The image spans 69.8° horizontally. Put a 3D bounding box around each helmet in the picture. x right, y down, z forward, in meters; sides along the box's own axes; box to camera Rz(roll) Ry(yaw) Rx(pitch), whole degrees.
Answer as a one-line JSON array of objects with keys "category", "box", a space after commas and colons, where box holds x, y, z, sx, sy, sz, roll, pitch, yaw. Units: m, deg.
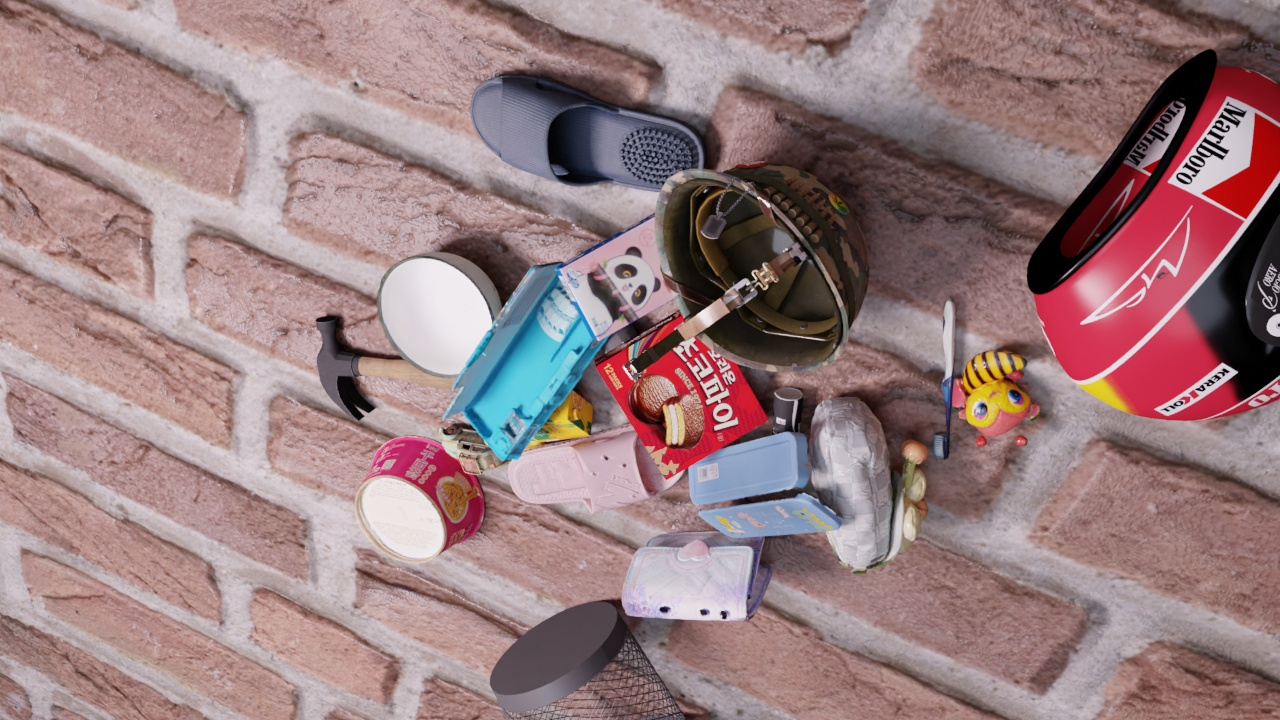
[{"category": "helmet", "box": [0.466, -0.075, 0.750, 0.224, 0.197, 0.271, 33, 113, 3]}, {"category": "helmet", "box": [0.102, -0.083, 0.858, 0.224, 0.235, 0.193, 38, 146, -12]}]

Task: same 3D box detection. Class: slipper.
[{"category": "slipper", "box": [-0.057, 0.139, 1.118, 0.240, 0.064, 0.094, -11, 109, 19]}, {"category": "slipper", "box": [-0.065, -0.221, 0.944, 0.264, 0.082, 0.101, 16, 122, 12]}]

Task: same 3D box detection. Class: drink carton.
[{"category": "drink carton", "box": [-0.120, 0.069, 1.115, 0.123, 0.041, 0.058, -8, 153, 24]}]

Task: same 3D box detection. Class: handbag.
[{"category": "handbag", "box": [0.069, 0.260, 1.104, 0.159, 0.126, 0.069, -4, 111, 24]}, {"category": "handbag", "box": [0.246, 0.125, 0.983, 0.123, 0.112, 0.171, -8, 112, 14]}]

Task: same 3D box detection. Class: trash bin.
[{"category": "trash bin", "box": [-0.062, 0.470, 1.212, 0.218, 0.217, 0.227, -22, 102, 28]}]

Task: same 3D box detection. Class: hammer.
[{"category": "hammer", "box": [-0.272, 0.020, 1.169, 0.306, 0.040, 0.132, 6, 113, 17]}]

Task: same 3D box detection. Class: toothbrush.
[{"category": "toothbrush", "box": [0.318, 0.022, 0.958, 0.017, 0.016, 0.189, 8, 118, 28]}]

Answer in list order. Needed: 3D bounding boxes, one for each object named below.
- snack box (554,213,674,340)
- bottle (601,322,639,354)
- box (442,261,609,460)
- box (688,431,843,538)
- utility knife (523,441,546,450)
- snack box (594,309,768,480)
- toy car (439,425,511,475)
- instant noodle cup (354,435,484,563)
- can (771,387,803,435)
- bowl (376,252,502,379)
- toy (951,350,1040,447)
[{"category": "snack box", "box": [-0.002, -0.095, 0.962, 0.154, 0.033, 0.088, -30, 105, -8]}, {"category": "bottle", "box": [-0.006, 0.006, 1.054, 0.047, 0.046, 0.112, -24, 104, 28]}, {"category": "box", "box": [-0.137, -0.001, 1.017, 0.097, 0.117, 0.227, 46, 109, 28]}, {"category": "box", "box": [0.125, 0.148, 1.013, 0.210, 0.047, 0.122, -24, 90, 59]}, {"category": "utility knife", "box": [-0.117, 0.119, 1.172, 0.227, 0.019, 0.031, 26, 130, 4]}, {"category": "snack box", "box": [0.045, 0.033, 1.020, 0.132, 0.036, 0.152, -31, 103, 2]}, {"category": "toy car", "box": [-0.215, 0.119, 1.180, 0.112, 0.047, 0.047, 8, 133, 21]}, {"category": "instant noodle cup", "box": [-0.308, 0.198, 1.243, 0.179, 0.077, 0.179, 8, 117, 16]}, {"category": "can", "box": [0.164, 0.072, 1.031, 0.031, 0.031, 0.081, 8, 117, 17]}, {"category": "bowl", "box": [-0.228, -0.061, 1.088, 0.153, 0.072, 0.154, 8, 117, 17]}, {"category": "toy", "box": [0.360, 0.036, 0.933, 0.084, 0.046, 0.103, 1, 112, 27]}]
